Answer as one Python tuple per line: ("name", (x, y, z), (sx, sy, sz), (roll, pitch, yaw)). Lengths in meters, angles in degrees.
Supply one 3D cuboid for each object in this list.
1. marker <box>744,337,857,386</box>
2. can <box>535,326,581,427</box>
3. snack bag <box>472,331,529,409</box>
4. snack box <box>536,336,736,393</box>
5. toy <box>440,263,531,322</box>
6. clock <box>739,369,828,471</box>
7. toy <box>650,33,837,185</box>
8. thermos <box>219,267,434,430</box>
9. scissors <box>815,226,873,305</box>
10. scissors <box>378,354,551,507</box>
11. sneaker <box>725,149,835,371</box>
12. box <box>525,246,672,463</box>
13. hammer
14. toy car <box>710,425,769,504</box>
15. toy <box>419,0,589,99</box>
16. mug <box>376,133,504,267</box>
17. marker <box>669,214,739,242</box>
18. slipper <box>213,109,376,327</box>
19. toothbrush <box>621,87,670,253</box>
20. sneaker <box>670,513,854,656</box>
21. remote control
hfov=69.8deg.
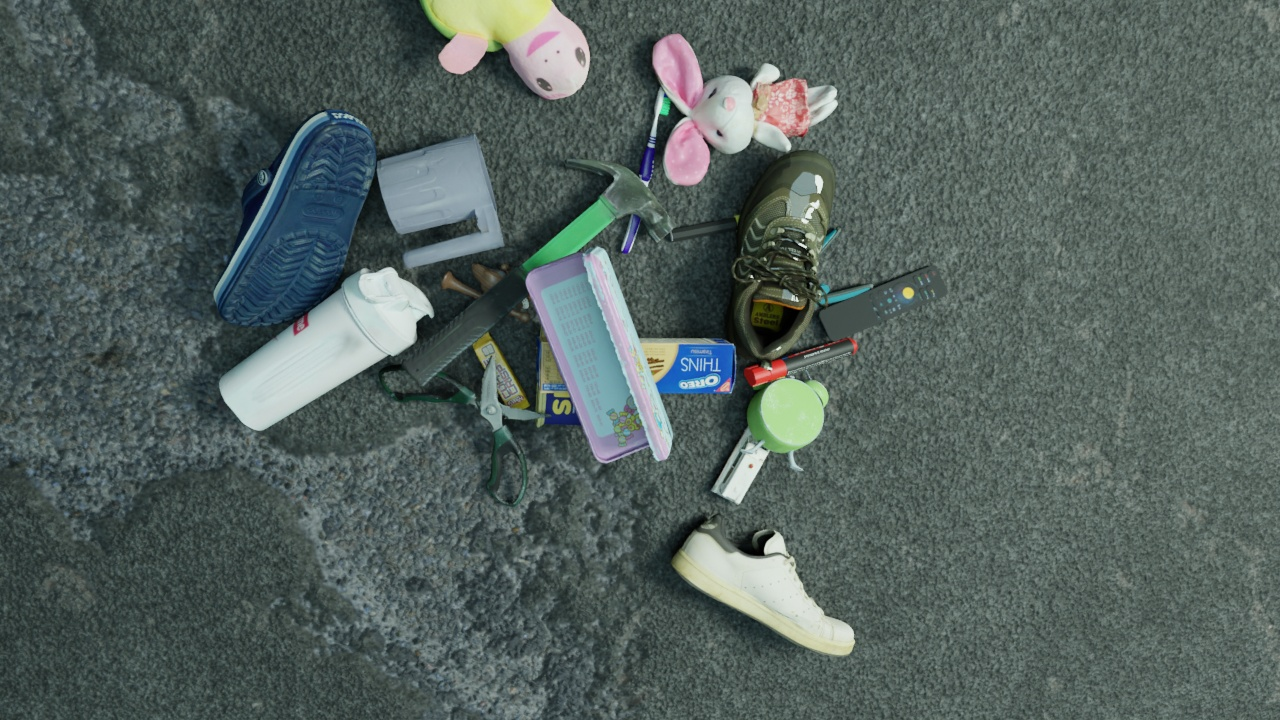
("marker", (0.185, 0.000, 1.047), (0.144, 0.023, 0.021), (-16, 127, -24))
("can", (-0.067, 0.017, 1.022), (0.092, 0.056, 0.116), (3, 101, -9))
("snack bag", (-0.157, 0.015, 1.028), (0.026, 0.020, 0.099), (-27, 103, 0))
("snack box", (-0.006, 0.006, 0.971), (0.206, 0.056, 0.057), (1, 99, -9))
("toy", (-0.159, -0.081, 0.996), (0.102, 0.042, 0.054), (25, 80, -5))
("clock", (0.168, 0.057, 1.054), (0.094, 0.043, 0.119), (18, 67, -12))
("toy", (0.110, -0.264, 0.973), (0.194, 0.084, 0.159), (-2, 88, -6))
("thermos", (-0.330, -0.013, 0.963), (0.220, 0.099, 0.099), (-33, 104, 5))
("scissors", (0.194, -0.091, 1.051), (0.156, 0.019, 0.124), (2, 98, -4))
("scissors", (-0.196, 0.073, 1.021), (0.202, 0.015, 0.202), (11, 121, 10))
("sneaker", (0.144, -0.099, 0.958), (0.101, 0.142, 0.238), (11, 107, -3))
("box", (-0.034, 0.001, 0.887), (0.089, 0.092, 0.214), (-21, 102, -5))
("hammer", (-0.120, -0.089, 0.967), (0.318, 0.032, 0.130), (-42, 97, -7))
("toy car", (0.127, 0.115, 1.075), (0.039, 0.039, 0.113), (28, 97, -12))
("toy", (-0.140, -0.367, 0.917), (0.238, 0.088, 0.190), (42, 88, -16))
("mug", (-0.204, -0.162, 0.944), (0.104, 0.084, 0.124), (-15, 78, -3))
("marker", (0.094, -0.152, 1.026), (0.124, 0.017, 0.021), (-11, 147, -4))
("slipper", (-0.352, -0.147, 0.937), (0.095, 0.105, 0.253), (47, 112, 28))
("toothbrush", (0.007, -0.208, 1.005), (0.016, 0.015, 0.187), (11, 101, -14))
("sneaker", (0.159, 0.260, 1.092), (0.241, 0.089, 0.102), (29, 88, -8))
("remote control", (0.281, -0.066, 1.066), (0.152, 0.020, 0.041), (-22, 79, -3))
